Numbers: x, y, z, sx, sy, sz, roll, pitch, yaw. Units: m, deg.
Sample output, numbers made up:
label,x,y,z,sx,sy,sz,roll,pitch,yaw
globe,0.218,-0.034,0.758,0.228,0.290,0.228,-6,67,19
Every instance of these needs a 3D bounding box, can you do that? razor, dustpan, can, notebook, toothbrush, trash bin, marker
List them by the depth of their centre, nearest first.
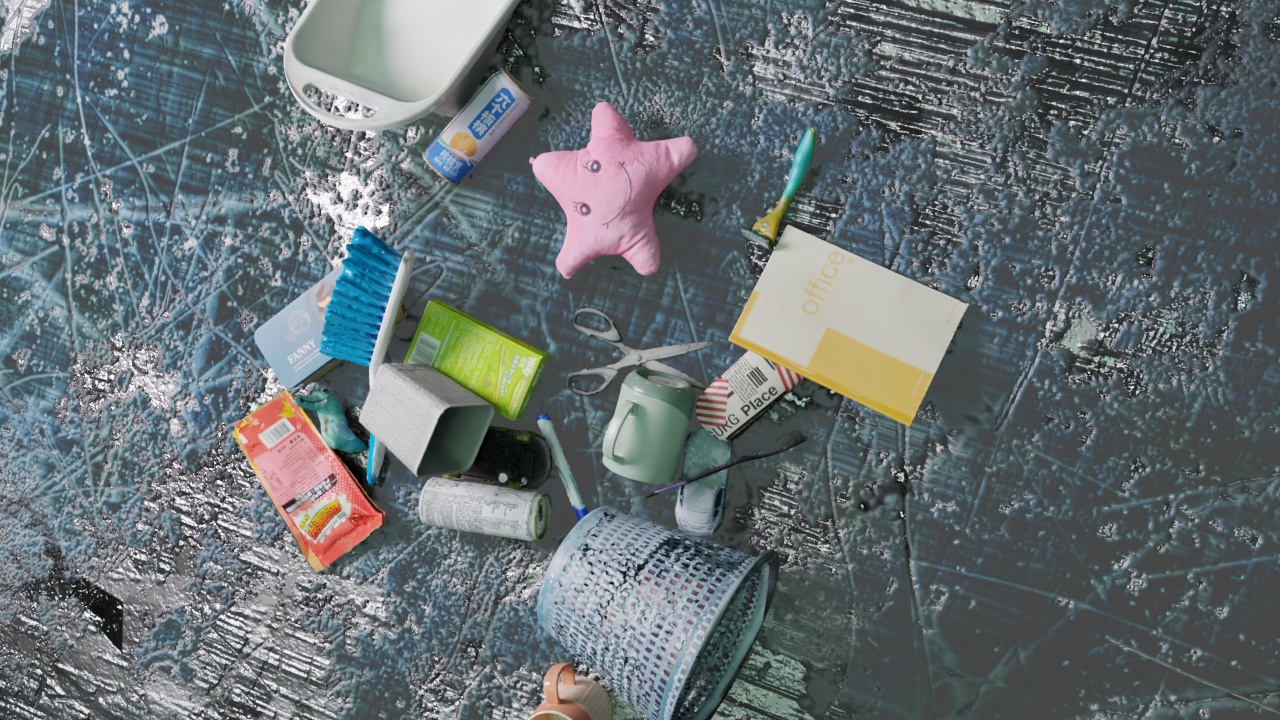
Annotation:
label,x,y,z,sx,sy,sz,roll,pitch,yaw
notebook,0.216,-0.040,0.959,0.206,0.010,0.145,27,81,11
trash bin,0.009,0.259,0.966,0.195,0.226,0.227,25,100,23
razor,0.155,-0.184,0.976,0.043,0.028,0.133,37,107,41
toothbrush,0.092,0.113,0.995,0.189,0.014,0.016,-20,76,-4
dustpan,-0.268,-0.374,1.011,0.223,0.142,0.258,23,101,11
can,-0.184,-0.265,1.041,0.135,0.053,0.053,-44,83,13
marker,-0.087,0.131,1.067,0.017,0.017,0.146,-23,89,14
can,-0.181,0.173,1.072,0.147,0.058,0.058,5,95,14

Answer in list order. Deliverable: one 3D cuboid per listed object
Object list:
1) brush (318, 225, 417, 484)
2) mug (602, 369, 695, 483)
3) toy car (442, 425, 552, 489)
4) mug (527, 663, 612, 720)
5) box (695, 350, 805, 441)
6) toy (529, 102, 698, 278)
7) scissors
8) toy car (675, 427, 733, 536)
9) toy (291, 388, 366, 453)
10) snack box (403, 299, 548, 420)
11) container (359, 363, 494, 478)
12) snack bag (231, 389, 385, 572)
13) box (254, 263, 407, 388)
label,x,y,z,sx,sy,sz,roll,pitch,yaw
brush,-0.317,0.005,1.052,0.109,0.060,0.315,19,115,-12
mug,0.002,0.070,0.987,0.082,0.111,0.106,24,106,34
toy car,-0.173,0.110,1.072,0.158,0.042,0.070,9,95,20
mug,-0.085,0.401,1.041,0.082,0.105,0.114,-10,92,14
box,0.130,0.021,0.993,0.164,0.055,0.070,-40,98,8
toy,-0.044,-0.179,1.002,0.178,0.074,0.195,22,100,12
scissors,-0.009,-0.003,1.039,0.159,0.014,0.178,-43,85,13
toy car,0.070,0.135,1.019,0.054,0.036,0.120,9,93,13
toy,-0.378,0.070,1.108,0.030,0.096,0.092,-35,67,14
snack box,-0.194,-0.001,1.078,0.156,0.026,0.086,26,100,11
container,-0.243,0.062,1.029,0.114,0.090,0.090,32,104,28
snack bag,-0.412,0.146,1.129,0.129,0.073,0.208,-35,91,19
box,-0.376,-0.041,1.104,0.184,0.060,0.090,-36,86,12
